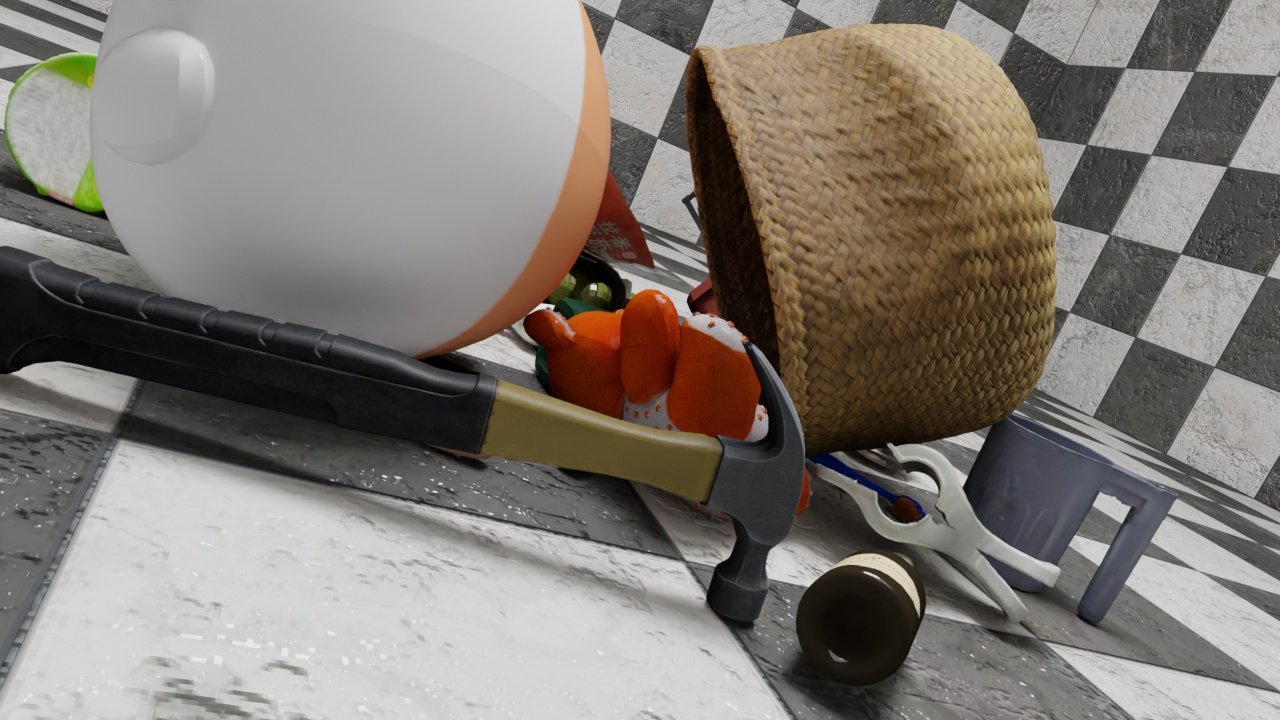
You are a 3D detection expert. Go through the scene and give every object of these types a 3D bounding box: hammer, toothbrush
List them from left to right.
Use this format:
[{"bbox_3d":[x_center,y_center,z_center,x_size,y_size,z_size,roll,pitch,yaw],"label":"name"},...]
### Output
[{"bbox_3d":[-0.088,0.017,0.369,0.333,0.118,0.025,15,11,-11],"label":"hammer"},{"bbox_3d":[0.141,0.078,0.725,0.182,0.016,0.018,30,18,30],"label":"toothbrush"}]

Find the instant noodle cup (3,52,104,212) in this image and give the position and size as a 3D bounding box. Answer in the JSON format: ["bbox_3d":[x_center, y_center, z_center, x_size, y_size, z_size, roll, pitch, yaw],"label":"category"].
[{"bbox_3d":[-0.366,-0.155,0.637,0.099,0.099,0.108,19,4,-18],"label":"instant noodle cup"}]

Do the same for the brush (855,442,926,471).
[{"bbox_3d":[0.211,0.041,0.927,0.083,0.057,0.271,20,11,-12],"label":"brush"}]

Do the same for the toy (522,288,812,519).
[{"bbox_3d":[0.015,0.021,0.540,0.172,0.092,0.164,27,-19,39],"label":"toy"}]

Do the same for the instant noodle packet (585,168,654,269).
[{"bbox_3d":[-0.094,-0.165,0.914,0.221,0.083,0.164,14,-32,35],"label":"instant noodle packet"}]

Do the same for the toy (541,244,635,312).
[{"bbox_3d":[-0.069,-0.074,0.860,0.179,0.078,0.152,16,12,-17],"label":"toy"}]

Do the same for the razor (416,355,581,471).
[{"bbox_3d":[-0.081,0.023,0.532,0.144,0.022,0.042,27,11,21],"label":"razor"}]

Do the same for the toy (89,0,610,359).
[{"bbox_3d":[-0.143,-0.125,0.504,0.266,0.262,0.280,7,-7,28],"label":"toy"}]

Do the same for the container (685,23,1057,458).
[{"bbox_3d":[0.154,-0.080,0.658,0.196,0.307,0.306,-10,14,-1],"label":"container"}]

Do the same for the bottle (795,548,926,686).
[{"bbox_3d":[0.116,0.113,0.446,0.045,0.045,0.184,27,5,21],"label":"bottle"}]

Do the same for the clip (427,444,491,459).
[{"bbox_3d":[-0.096,0.023,0.457,0.061,0.041,0.024,19,13,6],"label":"clip"}]

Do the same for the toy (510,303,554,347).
[{"bbox_3d":[-0.079,-0.029,0.743,0.123,0.038,0.079,25,-1,13],"label":"toy"}]

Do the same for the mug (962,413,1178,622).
[{"bbox_3d":[0.287,0.108,0.643,0.124,0.104,0.083,30,13,31],"label":"mug"}]

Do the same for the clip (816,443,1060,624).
[{"bbox_3d":[0.187,0.089,0.563,0.152,0.096,0.126,23,-1,21],"label":"clip"}]

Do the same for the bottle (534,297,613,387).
[{"bbox_3d":[-0.004,0.004,0.668,0.131,0.061,0.061,18,10,-24],"label":"bottle"}]

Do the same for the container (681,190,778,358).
[{"bbox_3d":[0.122,-0.072,0.894,0.127,0.148,0.200,34,26,-52],"label":"container"}]
